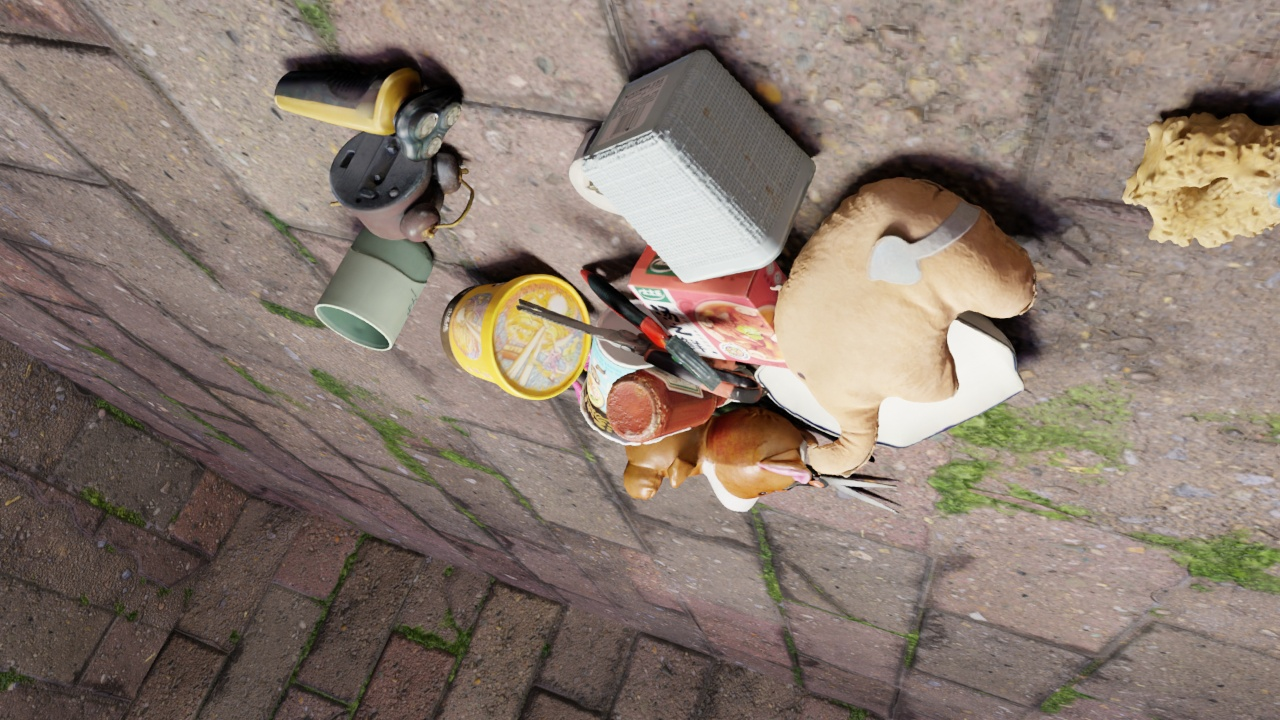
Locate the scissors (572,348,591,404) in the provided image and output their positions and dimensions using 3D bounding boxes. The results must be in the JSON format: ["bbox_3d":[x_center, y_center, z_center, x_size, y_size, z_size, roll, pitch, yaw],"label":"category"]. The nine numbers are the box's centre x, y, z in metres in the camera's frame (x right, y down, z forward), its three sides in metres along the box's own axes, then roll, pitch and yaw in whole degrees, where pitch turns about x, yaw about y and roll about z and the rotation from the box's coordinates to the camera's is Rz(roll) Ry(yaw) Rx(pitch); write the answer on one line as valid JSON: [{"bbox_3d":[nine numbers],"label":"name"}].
[{"bbox_3d":[-0.075,0.016,1.008,0.134,0.017,0.134,53,148,-10],"label":"scissors"}]

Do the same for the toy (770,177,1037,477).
[{"bbox_3d":[0.155,-0.019,0.621,0.143,0.082,0.227,36,132,13],"label":"toy"}]

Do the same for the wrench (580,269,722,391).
[{"bbox_3d":[0.001,-0.030,0.731,0.056,0.016,0.273,45,179,-27],"label":"wrench"}]

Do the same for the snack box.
[{"bbox_3d":[0.058,-0.047,0.691,0.113,0.044,0.127,10,155,41],"label":"snack box"}]

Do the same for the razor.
[{"bbox_3d":[-0.211,-0.190,0.691,0.168,0.062,0.068,16,127,28],"label":"razor"}]

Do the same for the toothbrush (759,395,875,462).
[{"bbox_3d":[0.171,0.060,0.940,0.189,0.014,0.017,30,144,-17],"label":"toothbrush"}]

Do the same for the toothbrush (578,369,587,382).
[{"bbox_3d":[-0.074,0.007,0.968,0.181,0.015,0.018,34,155,29],"label":"toothbrush"}]

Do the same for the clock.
[{"bbox_3d":[-0.193,-0.140,0.746,0.122,0.082,0.055,17,161,16],"label":"clock"}]

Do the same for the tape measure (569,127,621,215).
[{"bbox_3d":[-0.016,-0.135,0.659,0.066,0.033,0.066,17,155,11],"label":"tape measure"}]

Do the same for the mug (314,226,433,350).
[{"bbox_3d":[-0.266,-0.071,0.927,0.082,0.106,0.112,25,157,-9],"label":"mug"}]

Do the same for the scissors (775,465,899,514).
[{"bbox_3d":[0.185,0.135,1.077,0.227,0.021,0.221,33,155,-22],"label":"scissors"}]

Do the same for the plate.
[{"bbox_3d":[0.200,0.005,0.764,0.162,0.034,0.266,26,157,-4],"label":"plate"}]

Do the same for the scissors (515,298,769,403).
[{"bbox_3d":[0.002,-0.015,0.773,0.205,0.015,0.198,32,-159,23],"label":"scissors"}]

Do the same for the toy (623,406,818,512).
[{"bbox_3d":[0.082,0.100,0.949,0.200,0.140,0.130,-4,111,13],"label":"toy"}]

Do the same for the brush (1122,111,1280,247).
[{"bbox_3d":[0.351,-0.083,0.410,0.255,0.045,0.083,9,150,42],"label":"brush"}]

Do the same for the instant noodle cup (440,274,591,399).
[{"bbox_3d":[-0.128,-0.026,0.901,0.115,0.118,0.118,7,154,49],"label":"instant noodle cup"}]

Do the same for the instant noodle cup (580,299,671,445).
[{"bbox_3d":[-0.005,0.005,0.877,0.111,0.111,0.121,18,149,11],"label":"instant noodle cup"}]

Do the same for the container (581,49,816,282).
[{"bbox_3d":[0.034,-0.122,0.576,0.111,0.089,0.090,41,151,-30],"label":"container"}]

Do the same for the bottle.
[{"bbox_3d":[0.045,0.031,0.819,0.060,0.060,0.205,8,-171,31],"label":"bottle"}]
